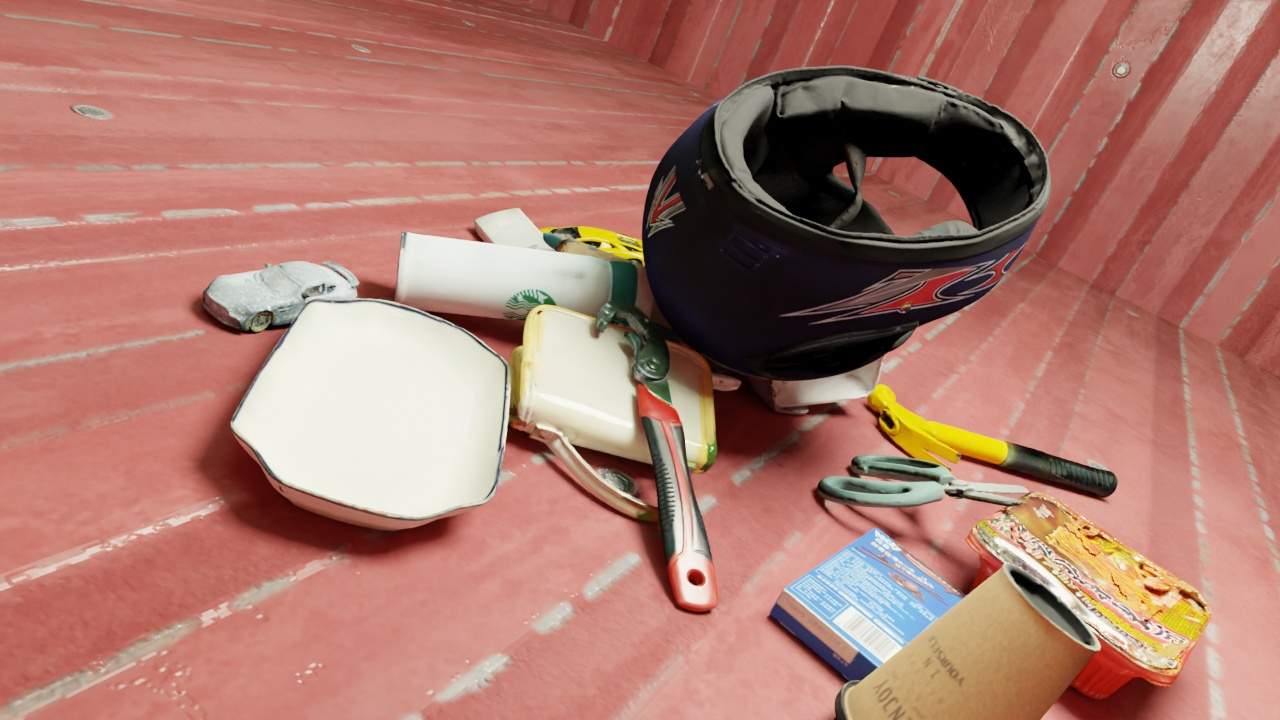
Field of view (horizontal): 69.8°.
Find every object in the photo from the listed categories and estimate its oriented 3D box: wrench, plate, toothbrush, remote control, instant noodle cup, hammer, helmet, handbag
[{"bbox_3d":[0.014,0.057,0.671,0.056,0.016,0.273,7,46,-25],"label":"wrench"},{"bbox_3d":[-0.172,0.032,0.622,0.162,0.034,0.265,18,24,-14],"label":"plate"},{"bbox_3d":[-0.005,0.005,0.805,0.187,0.016,0.017,9,42,3],"label":"toothbrush"},{"bbox_3d":[-0.131,-0.124,0.988,0.056,0.019,0.135,-20,42,-21],"label":"remote control"},{"bbox_3d":[0.342,0.184,0.720,0.164,0.079,0.188,39,29,31],"label":"instant noodle cup"},{"bbox_3d":[0.394,0.102,1.001,0.300,0.033,0.128,16,25,-17],"label":"hammer"},{"bbox_3d":[0.157,-0.102,0.796,0.315,0.241,0.247,-2,60,-12],"label":"helmet"},{"bbox_3d":[0.146,-0.034,0.978,0.144,0.099,0.197,-9,37,-25],"label":"handbag"},{"bbox_3d":[-0.024,0.050,0.711,0.163,0.063,0.178,16,39,-16],"label":"handbag"},{"bbox_3d":[-0.028,-0.090,0.984,0.191,0.016,0.018,28,13,-31],"label":"toothbrush"}]

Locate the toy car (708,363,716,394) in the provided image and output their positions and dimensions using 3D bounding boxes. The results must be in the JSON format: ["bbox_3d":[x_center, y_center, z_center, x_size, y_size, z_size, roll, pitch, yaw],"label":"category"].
[{"bbox_3d":[-0.003,-0.003,0.849,0.158,0.042,0.070,25,23,10],"label":"toy car"}]

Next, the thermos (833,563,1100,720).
[{"bbox_3d":[0.176,0.183,0.504,0.093,0.143,0.093,32,18,-12],"label":"thermos"}]

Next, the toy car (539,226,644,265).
[{"bbox_3d":[-0.058,-0.127,1.042,0.155,0.041,0.071,5,26,-13],"label":"toy car"}]

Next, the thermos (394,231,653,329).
[{"bbox_3d":[-0.100,-0.065,0.811,0.224,0.073,0.073,6,28,-16],"label":"thermos"}]

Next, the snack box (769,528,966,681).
[{"bbox_3d":[0.165,0.172,0.647,0.084,0.026,0.156,37,27,27],"label":"snack box"}]

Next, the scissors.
[{"bbox_3d":[0.246,0.104,0.800,0.178,0.019,0.169,-1,8,14],"label":"scissors"}]

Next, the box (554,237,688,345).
[{"bbox_3d":[-0.018,-0.069,0.914,0.184,0.062,0.090,18,2,-10],"label":"box"}]

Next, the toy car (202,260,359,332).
[{"bbox_3d":[-0.275,-0.053,0.708,0.054,0.037,0.120,34,29,22],"label":"toy car"}]
